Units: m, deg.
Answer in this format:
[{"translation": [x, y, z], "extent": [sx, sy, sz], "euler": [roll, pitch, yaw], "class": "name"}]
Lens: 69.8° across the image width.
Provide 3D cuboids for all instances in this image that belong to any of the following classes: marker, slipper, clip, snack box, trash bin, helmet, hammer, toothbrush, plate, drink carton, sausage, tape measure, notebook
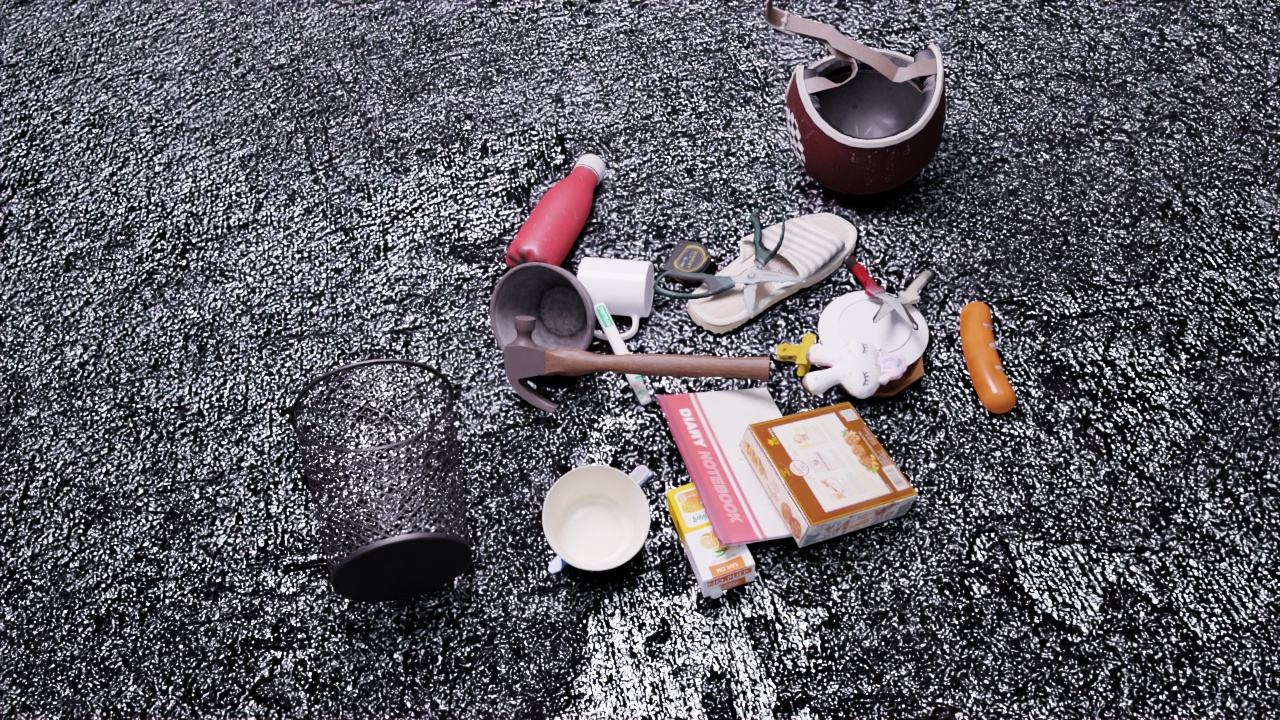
[{"translation": [-0.023, -0.009, 1.165], "extent": [0.017, 0.017, 0.145], "euler": [-23, 71, -12], "class": "marker"}, {"translation": [0.180, -0.128, 1.245], "extent": [0.272, 0.054, 0.114], "euler": [-33, 50, -18], "class": "slipper"}, {"translation": [0.200, -0.007, 1.166], "extent": [0.046, 0.048, 0.054], "euler": [37, 54, -19], "class": "clip"}, {"translation": [0.207, 0.122, 1.024], "extent": [0.146, 0.041, 0.143], "euler": [-11, 50, -24], "class": "snack box"}, {"translation": [-0.277, 0.137, 1.007], "extent": [0.184, 0.184, 0.210], "euler": [-16, 57, -7], "class": "trash bin"}, {"translation": [0.305, -0.355, 1.278], "extent": [0.233, 0.253, 0.233], "euler": [-7, 76, 7], "class": "helmet"}, {"translation": [-0.007, 0.007, 1.115], "extent": [0.323, 0.115, 0.033], "euler": [2, 14, 8], "class": "hammer"}, {"translation": [-0.046, 0.179, 1.046], "extent": [0.016, 0.014, 0.166], "euler": [32, 62, 27], "class": "toothbrush"}, {"translation": [0.292, -0.042, 1.151], "extent": [0.134, 0.011, 0.134], "euler": [-3, 51, 4], "class": "plate"}, {"translation": [0.077, 0.194, 1.004], "extent": [0.058, 0.040, 0.122], "euler": [-17, 52, -8], "class": "drink carton"}, {"translation": [0.422, -0.006, 1.127], "extent": [0.044, 0.039, 0.164], "euler": [0, 52, 2], "class": "sausage"}, {"translation": [0.286, 0.000, 1.145], "extent": [0.131, 0.025, 0.131], "euler": [-3, 51, 4], "class": "plate"}, {"translation": [0.068, -0.133, 1.269], "extent": [0.061, 0.034, 0.061], "euler": [19, 65, 25], "class": "tape measure"}, {"translation": [0.120, 0.115, 1.047], "extent": [0.152, 0.012, 0.208], "euler": [-4, 48, -24], "class": "notebook"}]

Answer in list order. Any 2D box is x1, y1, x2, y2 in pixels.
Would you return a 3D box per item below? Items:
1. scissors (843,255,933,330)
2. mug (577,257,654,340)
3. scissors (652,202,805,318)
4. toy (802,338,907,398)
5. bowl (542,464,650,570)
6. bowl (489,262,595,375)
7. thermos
[{"translation": [0.326, -0.092, 1.181], "extent": [0.179, 0.015, 0.198], "euler": [-10, 35, -27], "class": "scissors"}, {"translation": [-0.035, -0.080, 1.222], "extent": [0.090, 0.074, 0.110], "euler": [5, 78, 10], "class": "mug"}, {"translation": [0.126, -0.138, 1.226], "extent": [0.202, 0.015, 0.204], "euler": [6, 56, 20], "class": "scissors"}, {"translation": [0.255, 0.008, 1.098], "extent": [0.123, 0.038, 0.079], "euler": [-3, 56, 11], "class": "toy"}, {"translation": [-0.049, 0.179, 1.004], "extent": [0.115, 0.063, 0.115], "euler": [2, 65, -4], "class": "bowl"}, {"translation": [-0.115, -0.058, 1.182], "extent": [0.145, 0.145, 0.067], "euler": [18, 20, 19], "class": "bowl"}, {"translation": [-0.113, -0.214, 1.327], "extent": [0.073, 0.073, 0.239], "euler": [14, 54, 17], "class": "thermos"}]
